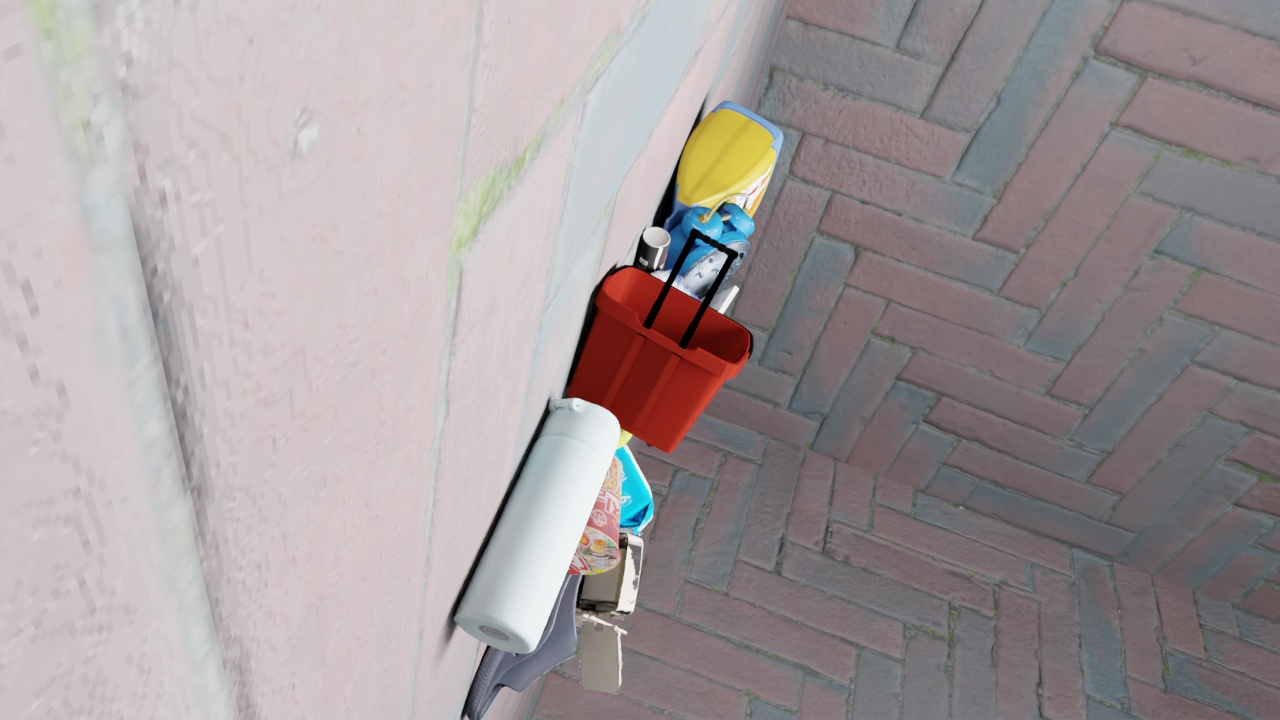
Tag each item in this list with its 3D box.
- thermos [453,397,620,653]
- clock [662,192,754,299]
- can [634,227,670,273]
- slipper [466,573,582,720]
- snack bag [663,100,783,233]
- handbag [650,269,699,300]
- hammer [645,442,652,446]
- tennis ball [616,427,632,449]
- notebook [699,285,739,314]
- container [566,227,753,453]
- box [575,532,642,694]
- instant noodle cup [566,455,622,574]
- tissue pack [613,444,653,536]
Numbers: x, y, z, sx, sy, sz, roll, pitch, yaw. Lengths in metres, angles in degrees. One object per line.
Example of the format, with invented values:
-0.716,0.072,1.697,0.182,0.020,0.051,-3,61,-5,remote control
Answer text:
-0.075,0.123,0.729,0.078,0.065,0.206,53,45,-36,thermos
0.078,-0.134,1.090,0.116,0.060,0.162,-14,150,-47,clock
0.011,-0.110,1.026,0.081,0.031,0.031,106,6,-52,can
-0.096,0.288,1.020,0.267,0.083,0.111,-57,173,-25,slipper
0.079,-0.199,1.157,0.204,0.102,0.159,-53,169,-24,snack bag
0.036,-0.016,0.976,0.068,0.144,0.169,-32,-150,16,handbag
-0.006,0.006,1.066,0.318,0.032,0.130,-108,177,-83,hammer
-0.038,0.064,0.976,0.065,0.065,0.065,23,87,-86,tennis ball
0.035,0.002,1.139,0.209,0.009,0.143,-56,-166,-15,notebook
0.030,-0.034,0.823,0.201,0.148,0.126,-62,177,23,container
-0.048,0.297,1.119,0.100,0.145,0.186,6,81,-47,box
-0.061,0.154,0.980,0.101,0.100,0.112,106,-2,-51,instant noodle cup
-0.030,0.149,1.128,0.061,0.144,0.093,-24,164,-11,tissue pack
